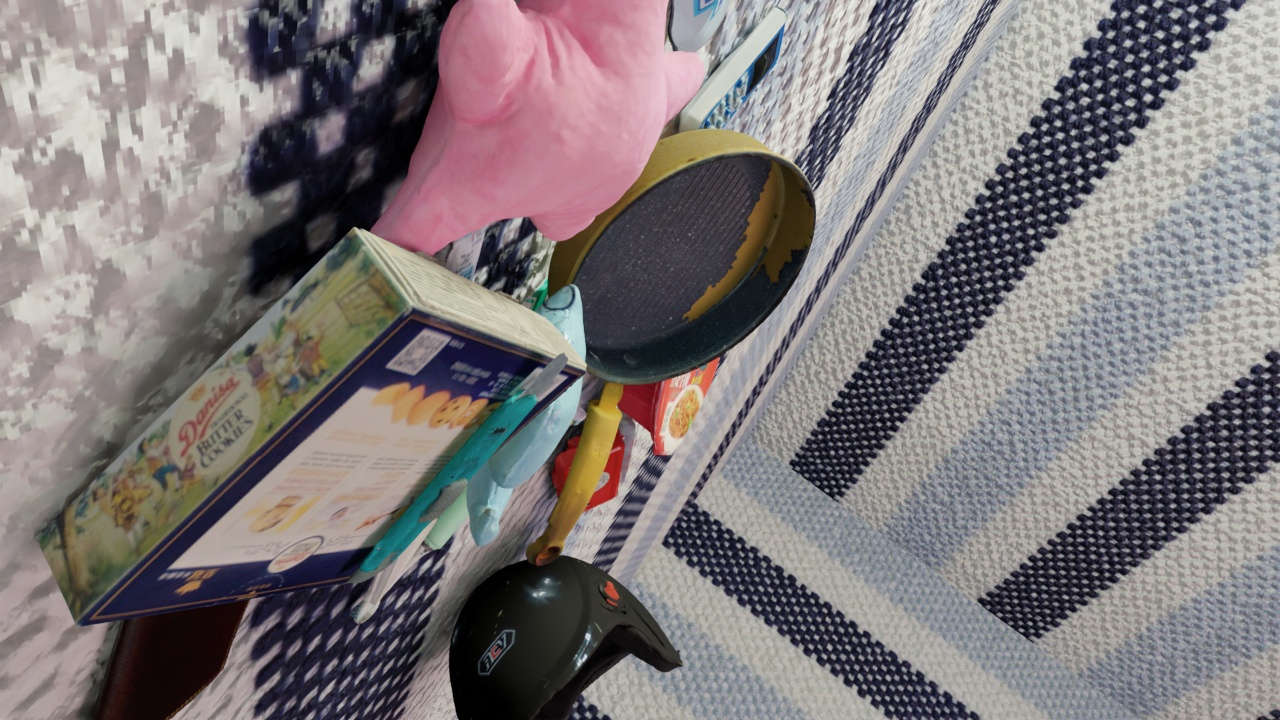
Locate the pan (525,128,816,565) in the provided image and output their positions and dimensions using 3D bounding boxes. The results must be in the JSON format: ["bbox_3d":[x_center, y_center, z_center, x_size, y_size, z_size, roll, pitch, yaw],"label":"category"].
[{"bbox_3d":[-0.004,0.004,0.656,0.197,0.078,0.358,8,126,-44],"label":"pan"}]

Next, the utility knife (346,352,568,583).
[{"bbox_3d":[-0.089,0.056,0.447,0.180,0.013,0.029,-47,162,24],"label":"utility knife"}]

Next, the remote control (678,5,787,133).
[{"bbox_3d":[0.068,-0.206,0.684,0.124,0.024,0.049,-51,168,-17],"label":"remote control"}]

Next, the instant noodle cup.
[{"bbox_3d":[0.028,-0.003,0.923,0.193,0.066,0.194,19,89,-74],"label":"instant noodle cup"}]

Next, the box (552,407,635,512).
[{"bbox_3d":[-0.039,0.102,1.041,0.154,0.073,0.201,-53,168,-22],"label":"box"}]

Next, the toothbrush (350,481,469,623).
[{"bbox_3d":[-0.151,0.121,0.744,0.224,0.026,0.027,-50,-149,-20],"label":"toothbrush"}]

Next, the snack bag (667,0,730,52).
[{"bbox_3d":[0.034,-0.227,0.467,0.110,0.039,0.190,-67,167,6],"label":"snack bag"}]

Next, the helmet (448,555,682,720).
[{"bbox_3d":[-0.106,0.335,1.037,0.233,0.230,0.274,-47,160,-1],"label":"helmet"}]

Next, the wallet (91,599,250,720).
[{"bbox_3d":[-0.242,0.147,0.487,0.122,0.020,0.096,-60,172,23],"label":"wallet"}]

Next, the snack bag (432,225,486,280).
[{"bbox_3d":[-0.099,-0.050,0.467,0.048,0.026,0.104,-35,159,-43],"label":"snack bag"}]

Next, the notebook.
[{"bbox_3d":[-0.121,0.051,0.624,0.210,0.012,0.150,-61,-179,30],"label":"notebook"}]

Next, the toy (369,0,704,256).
[{"bbox_3d":[-0.029,-0.120,0.407,0.194,0.074,0.179,-25,151,-56],"label":"toy"}]

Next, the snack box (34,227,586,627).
[{"bbox_3d":[-0.130,0.037,0.414,0.182,0.046,0.178,-41,164,7],"label":"snack box"}]

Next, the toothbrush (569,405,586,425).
[{"bbox_3d":[-0.112,0.089,0.829,0.188,0.029,0.021,-38,120,-48],"label":"toothbrush"}]

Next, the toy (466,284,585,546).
[{"bbox_3d":[-0.072,0.034,0.560,0.156,0.049,0.161,-24,-131,65],"label":"toy"}]
